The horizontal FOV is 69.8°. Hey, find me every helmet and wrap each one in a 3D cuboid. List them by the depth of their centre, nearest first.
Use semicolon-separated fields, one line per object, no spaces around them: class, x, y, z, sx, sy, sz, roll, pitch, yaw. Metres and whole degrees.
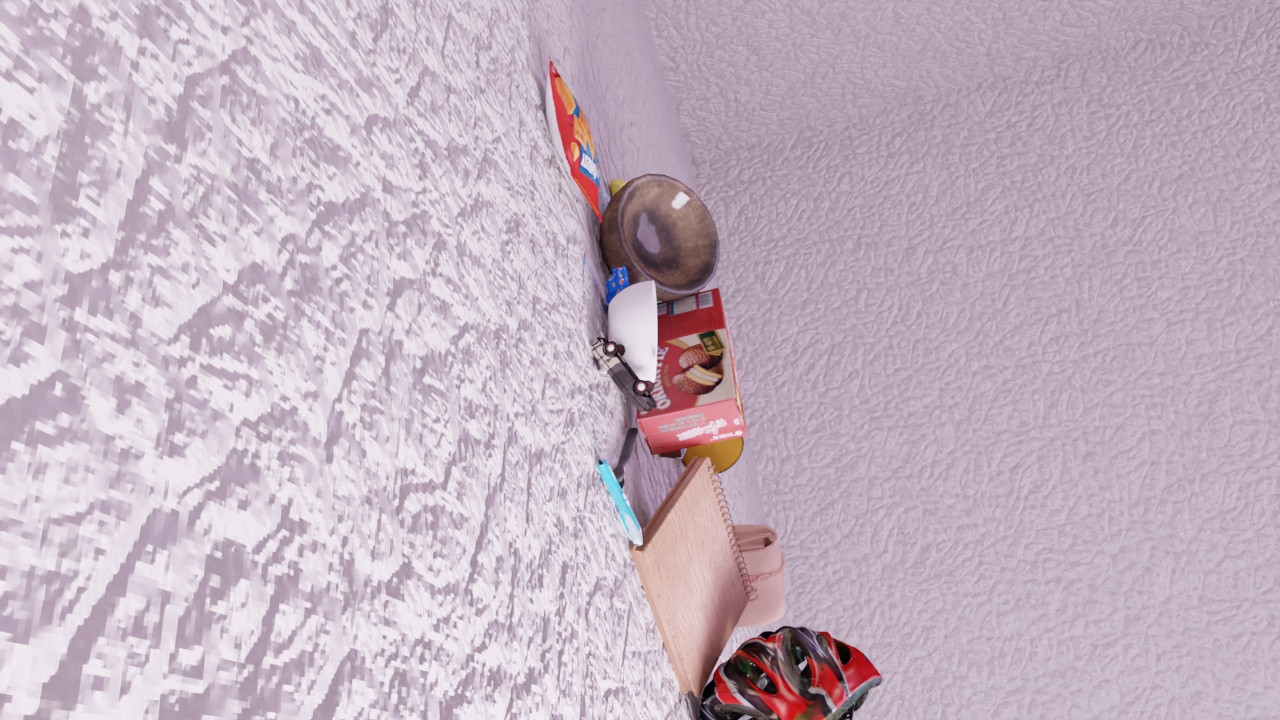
helmet;0.156;0.387;1.009;0.167;0.217;0.272;46;-13;20

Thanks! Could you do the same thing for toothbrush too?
toothbrush;-0.016;0.099;0.967;0.167;0.013;0.013;-71;154;-74

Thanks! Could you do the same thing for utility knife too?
utility knife;-0.027;0.119;0.867;0.022;0.015;0.149;-96;166;-56

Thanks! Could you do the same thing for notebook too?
notebook;0.063;0.231;1.005;0.168;0.022;0.210;-49;130;-46

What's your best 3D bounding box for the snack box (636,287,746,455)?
snack box;0.056;0.007;1.102;0.235;0.113;0.060;-91;165;-55

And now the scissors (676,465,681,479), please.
scissors;0.064;0.229;1.248;0.121;0.014;0.159;82;0;-51

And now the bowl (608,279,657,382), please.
bowl;-0.010;-0.032;1.023;0.115;0.050;0.114;177;-87;-87

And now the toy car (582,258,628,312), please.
toy car;-0.046;-0.083;1.060;0.092;0.062;0.033;111;-24;-48

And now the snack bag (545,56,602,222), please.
snack bag;-0.074;-0.243;1.026;0.131;0.039;0.144;48;30;-72

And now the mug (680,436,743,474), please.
mug;0.099;0.094;1.370;0.123;0.101;0.094;-63;147;-29

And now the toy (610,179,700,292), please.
toy;0.015;-0.176;1.355;0.133;0.092;0.208;-93;158;-76

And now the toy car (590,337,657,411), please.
toy car;-0.019;0.017;0.957;0.092;0.037;0.040;52;7;8

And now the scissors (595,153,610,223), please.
scissors;-0.058;-0.239;1.220;0.171;0.013;0.174;68;10;-62

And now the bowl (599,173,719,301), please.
bowl;0.017;-0.148;1.161;0.162;0.070;0.162;12;69;-33

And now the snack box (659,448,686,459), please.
snack box;0.062;0.039;1.260;0.185;0.032;0.101;-60;149;-54

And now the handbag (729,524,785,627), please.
handbag;0.137;0.246;1.275;0.186;0.117;0.199;-87;168;-53
